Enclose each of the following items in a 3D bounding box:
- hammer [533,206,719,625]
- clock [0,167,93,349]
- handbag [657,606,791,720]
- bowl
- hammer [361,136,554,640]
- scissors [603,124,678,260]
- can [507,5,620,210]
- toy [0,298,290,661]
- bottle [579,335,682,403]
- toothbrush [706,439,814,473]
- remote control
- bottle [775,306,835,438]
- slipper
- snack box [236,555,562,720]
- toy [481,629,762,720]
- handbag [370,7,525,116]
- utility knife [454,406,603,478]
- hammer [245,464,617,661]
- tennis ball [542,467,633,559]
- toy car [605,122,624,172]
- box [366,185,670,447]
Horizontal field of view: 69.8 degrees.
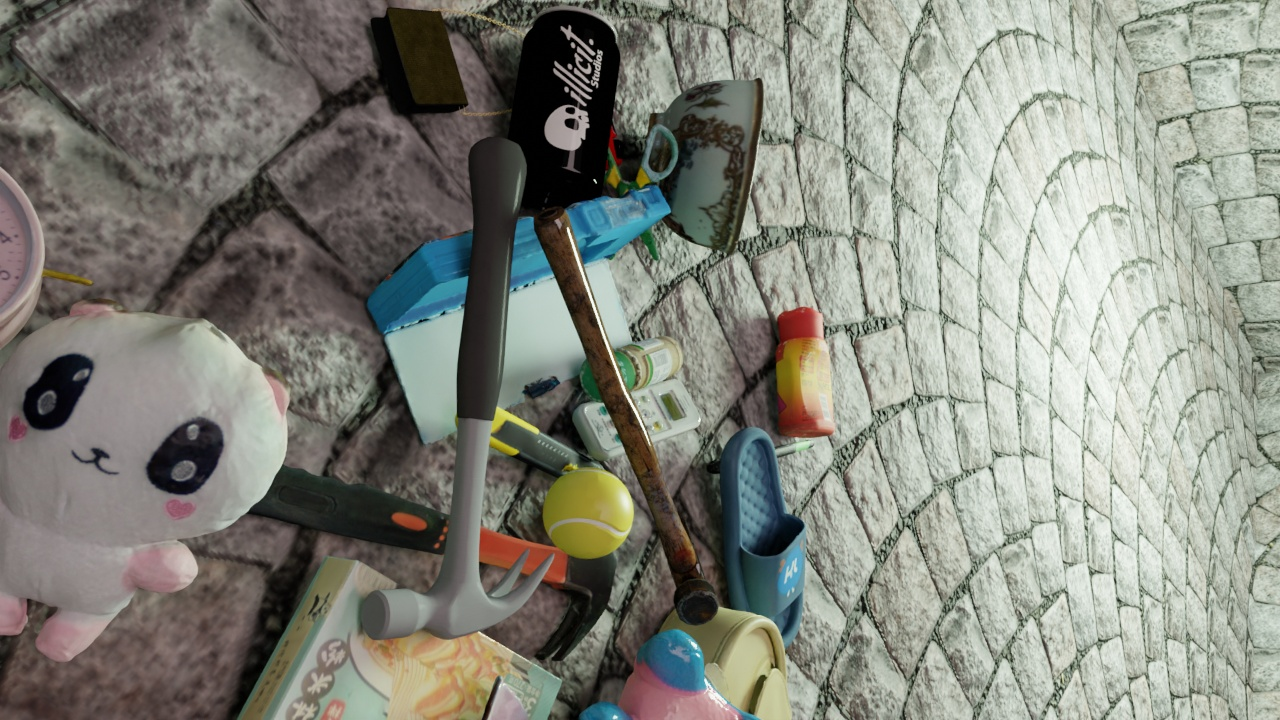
[{"bbox_3d":[-0.012,0.039,0.683,0.120,0.033,0.330,-112,-178,-64],"label":"hammer"},{"bbox_3d":[-0.354,-0.065,0.422,0.158,0.059,0.116,53,48,-23],"label":"clock"},{"bbox_3d":[0.054,0.325,0.737,0.232,0.089,0.191,-49,118,-41],"label":"handbag"},{"bbox_3d":[0.049,-0.181,0.832,0.094,0.160,0.159,9,69,-2],"label":"bowl"},{"bbox_3d":[-0.098,0.014,0.575,0.124,0.030,0.310,11,81,-49],"label":"hammer"},{"bbox_3d":[0.000,-0.144,0.784,0.131,0.112,0.012,64,20,-13],"label":"scissors"},{"bbox_3d":[-0.062,-0.198,0.734,0.080,0.080,0.146,18,74,-43],"label":"can"},{"bbox_3d":[-0.265,0.059,0.462,0.139,0.101,0.179,28,77,-10],"label":"toy"},{"bbox_3d":[-0.005,0.005,0.777,0.109,0.043,0.042,-20,95,-55],"label":"bottle"},{"bbox_3d":[0.128,0.095,0.920,0.187,0.017,0.014,-5,93,-48],"label":"toothbrush"},{"bbox_3d":[-0.002,0.051,0.785,0.133,0.022,0.050,-13,70,-47],"label":"remote control"},{"bbox_3d":[0.171,0.012,0.960,0.071,0.049,0.134,12,72,-45],"label":"bottle"},{"bbox_3d":[0.123,0.166,0.857,0.103,0.059,0.214,-16,99,-50],"label":"slipper"},{"bbox_3d":[-0.147,0.228,0.567,0.193,0.044,0.141,45,55,-36],"label":"snack box"},{"bbox_3d":[-0.011,0.271,0.607,0.191,0.099,0.224,-38,97,-27],"label":"toy"},{"bbox_3d":[-0.130,-0.235,0.729,0.177,0.028,0.084,-23,99,-52],"label":"handbag"},{"bbox_3d":[-0.074,0.069,0.699,0.174,0.020,0.028,35,76,-48],"label":"utility knife"},{"bbox_3d":[-0.144,0.116,0.623,0.333,0.033,0.132,27,63,-38],"label":"hammer"},{"bbox_3d":[-0.038,0.110,0.661,0.065,0.065,0.065,13,71,-44],"label":"tennis ball"},{"bbox_3d":[-0.043,-0.210,0.807,0.038,0.025,0.089,-17,92,-44],"label":"toy car"},{"bbox_3d":[-0.071,-0.041,0.692,0.242,0.114,0.113,-25,86,-46],"label":"box"}]
